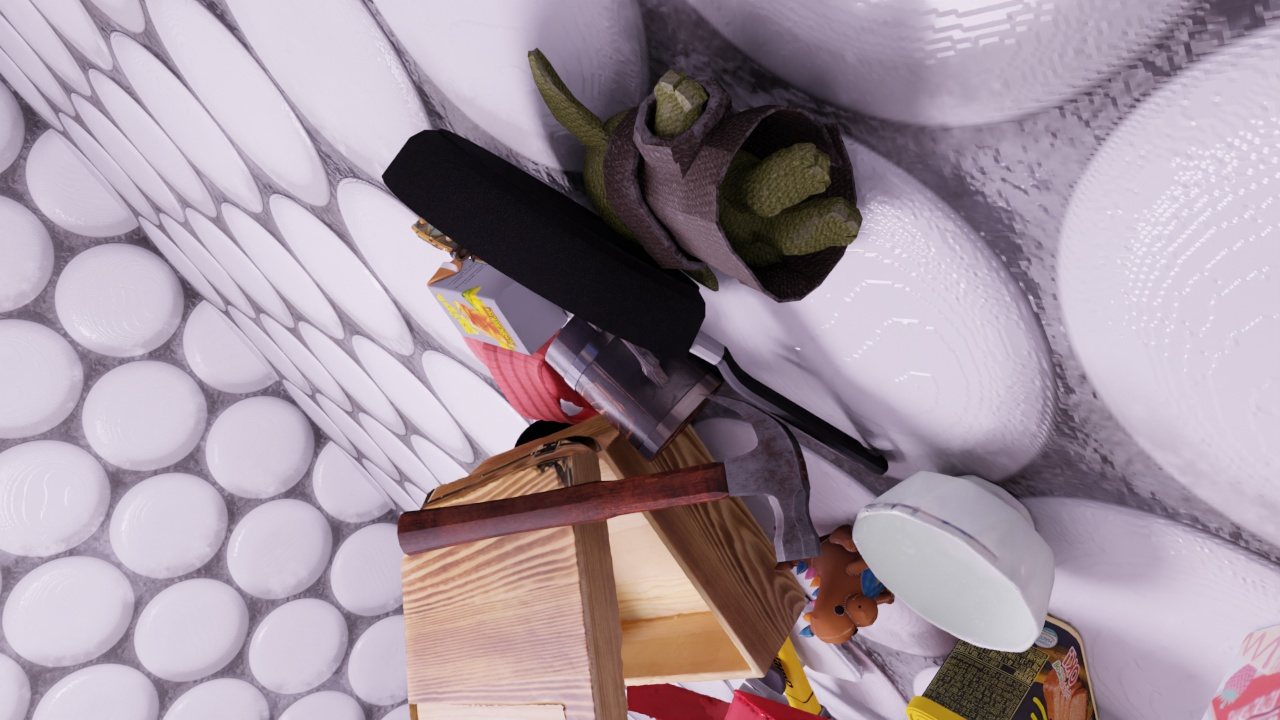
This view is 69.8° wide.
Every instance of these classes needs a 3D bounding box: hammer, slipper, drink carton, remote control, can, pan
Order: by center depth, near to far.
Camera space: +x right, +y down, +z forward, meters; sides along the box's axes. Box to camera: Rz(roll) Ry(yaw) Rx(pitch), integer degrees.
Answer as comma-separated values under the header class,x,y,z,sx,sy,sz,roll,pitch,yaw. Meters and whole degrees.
class,x,y,z,sx,sy,sz,roll,pitch,yaw
pan,0.014,-0.033,0.554,0.355,0.044,0.204,30,-171,-10
can,0.245,0.237,0.610,0.073,0.100,0.131,18,146,46
hammer,-0.036,0.096,0.620,0.301,0.111,0.028,-13,167,21
drink carton,-0.128,-0.051,0.811,0.125,0.048,0.076,15,143,50
slipper,-0.111,0.012,0.879,0.249,0.059,0.103,19,146,48
hammer,0.134,0.286,0.908,0.170,0.034,0.325,14,139,44
remote control,0.095,0.294,0.931,0.124,0.009,0.046,27,146,33

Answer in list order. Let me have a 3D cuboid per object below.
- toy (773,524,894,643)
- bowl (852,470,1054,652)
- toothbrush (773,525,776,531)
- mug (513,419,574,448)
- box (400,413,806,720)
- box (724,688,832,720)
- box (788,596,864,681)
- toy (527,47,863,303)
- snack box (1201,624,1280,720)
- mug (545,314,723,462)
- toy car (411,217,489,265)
class,x,y,z,sx,sy,sz,roll,pitch,yaw
toy,0.135,0.170,0.682,0.103,0.090,0.070,-16,119,41
bowl,0.189,0.107,0.536,0.117,0.061,0.118,36,156,18
toothbrush,0.177,0.169,0.722,0.185,0.015,0.016,22,152,44
mug,-0.098,0.094,0.985,0.100,0.085,0.118,109,143,-76
box,-0.082,0.194,0.764,0.280,0.263,0.269,-24,103,46
box,0.212,0.392,0.566,0.214,0.138,0.467,26,-170,-24
box,0.113,0.247,0.937,0.209,0.037,0.190,49,159,-12
toy,0.035,-0.085,0.448,0.153,0.078,0.179,25,164,48
snack box,0.309,0.169,0.399,0.079,0.094,0.093,38,157,14
mug,-0.004,0.004,0.655,0.107,0.080,0.116,43,164,8
toy car,-0.124,-0.101,0.711,0.047,0.047,0.111,30,-167,25
